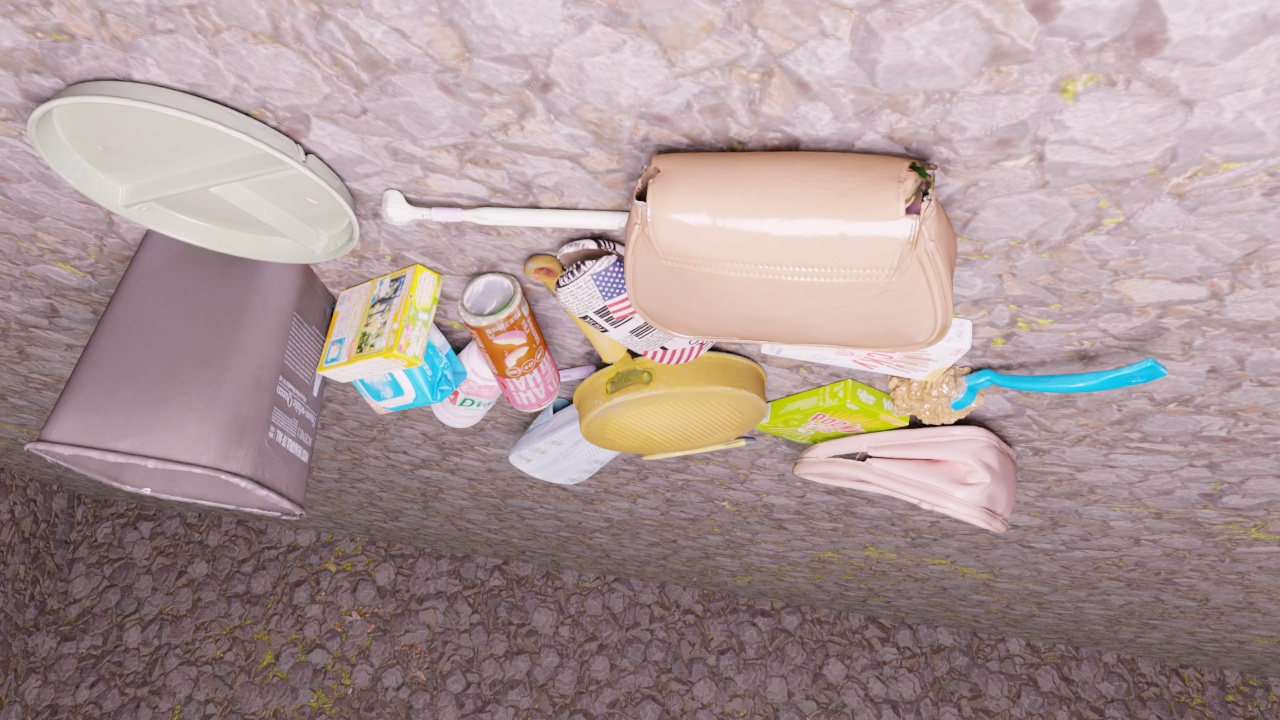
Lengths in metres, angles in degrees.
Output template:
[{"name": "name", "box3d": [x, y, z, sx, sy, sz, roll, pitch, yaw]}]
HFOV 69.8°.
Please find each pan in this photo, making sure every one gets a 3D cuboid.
[{"name": "pan", "box3d": [-0.005, 0.005, 0.870, 0.198, 0.078, 0.357, -16, 155, 22]}]

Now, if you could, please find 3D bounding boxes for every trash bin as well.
[{"name": "trash bin", "box3d": [-0.392, 0.016, 0.846, 0.198, 0.219, 0.199, 9, 160, 3]}]

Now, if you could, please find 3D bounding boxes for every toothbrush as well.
[{"name": "toothbrush", "box3d": [-0.119, 0.022, 1.034, 0.190, 0.029, 0.021, -10, -167, 40]}, {"name": "toothbrush", "box3d": [-0.097, -0.107, 0.669, 0.190, 0.020, 0.029, 4, 127, 10]}]

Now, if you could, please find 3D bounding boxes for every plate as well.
[{"name": "plate", "box3d": [-0.323, -0.134, 0.683, 0.230, 0.027, 0.230, 8, 160, 3]}]

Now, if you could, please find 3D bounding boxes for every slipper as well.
[{"name": "slipper", "box3d": [-0.071, 0.079, 1.096, 0.104, 0.074, 0.246, 23, 140, -31]}]

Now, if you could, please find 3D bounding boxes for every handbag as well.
[{"name": "handbag", "box3d": [0.091, -0.072, 0.569, 0.205, 0.099, 0.148, 5, 152, 13]}, {"name": "handbag", "box3d": [0.283, 0.125, 1.012, 0.235, 0.093, 0.193, 2, 166, 31]}]

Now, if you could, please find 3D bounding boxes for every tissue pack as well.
[{"name": "tissue pack", "box3d": [-0.245, 0.004, 0.924, 0.140, 0.063, 0.090, -10, 118, 44]}]

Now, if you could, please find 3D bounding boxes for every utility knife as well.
[{"name": "utility knife", "box3d": [0.061, 0.115, 1.159, 0.177, 0.019, 0.031, -15, 175, 13]}]

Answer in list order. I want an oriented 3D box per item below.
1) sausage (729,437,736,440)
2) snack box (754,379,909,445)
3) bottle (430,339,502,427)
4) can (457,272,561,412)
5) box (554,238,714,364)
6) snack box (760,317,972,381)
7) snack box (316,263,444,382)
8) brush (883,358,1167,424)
[{"name": "sausage", "box3d": [0.080, 0.066, 1.059, 0.020, 0.020, 0.156, -1, 158, 27]}, {"name": "snack box", "box3d": [0.198, 0.058, 0.974, 0.085, 0.026, 0.157, 19, 158, -27]}, {"name": "bottle", "box3d": [-0.173, 0.016, 0.977, 0.068, 0.068, 0.197, 16, 155, -19]}, {"name": "can", "box3d": [-0.115, -0.014, 0.830, 0.058, 0.057, 0.147, 4, 147, 15]}, {"name": "box", "box3d": [0.002, -0.038, 0.728, 0.075, 0.076, 0.163, -14, 148, 37]}, {"name": "snack box", "box3d": [0.185, -0.019, 0.768, 0.157, 0.026, 0.085, 10, 160, 1]}, {"name": "snack box", "box3d": [-0.239, -0.032, 0.838, 0.033, 0.086, 0.141, 27, 154, -39]}, {"name": "brush", "box3d": [0.313, 0.022, 0.780, 0.083, 0.045, 0.255, 25, 161, -28]}]
